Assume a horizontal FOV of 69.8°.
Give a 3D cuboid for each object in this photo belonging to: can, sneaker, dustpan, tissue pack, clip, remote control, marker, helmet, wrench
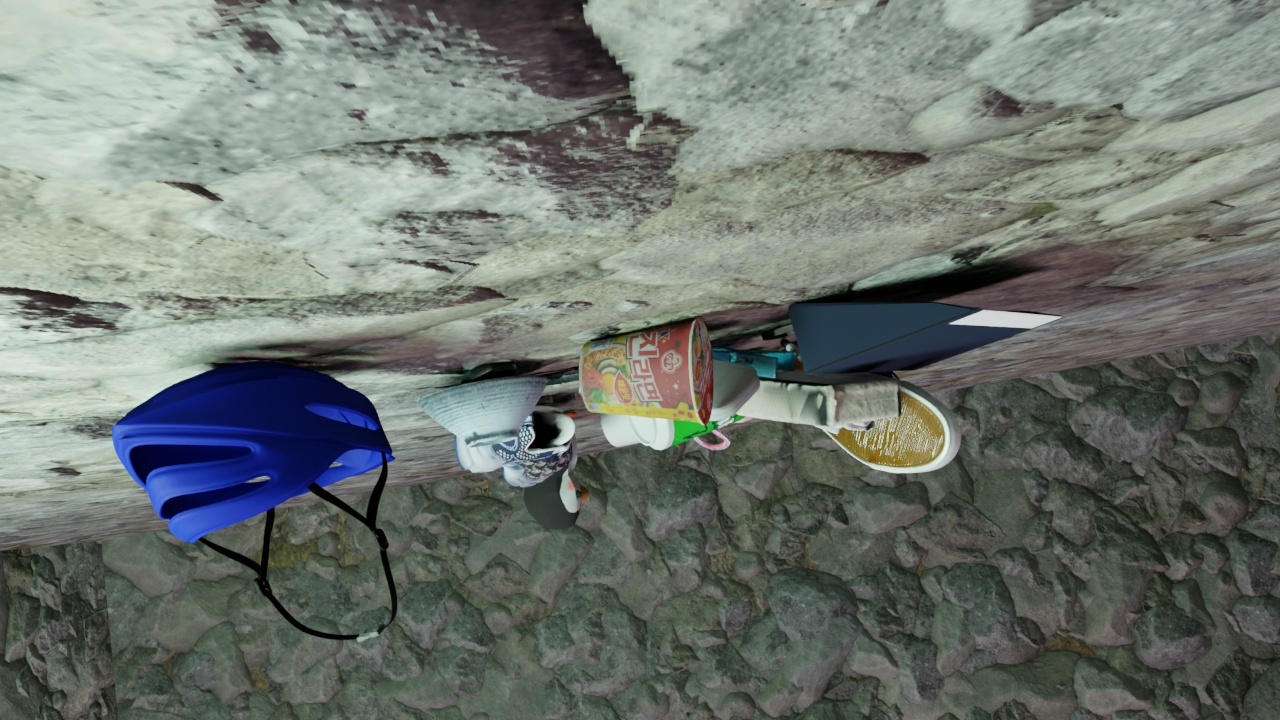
[{"bbox_3d":[0.058,0.042,1.045,0.139,0.088,0.088,-18,176,-24],"label":"can"},{"bbox_3d":[-0.140,0.110,1.275,0.133,0.103,0.269,-14,163,19],"label":"sneaker"},{"bbox_3d":[0.244,-0.036,0.926,0.274,0.080,0.235,-24,165,38],"label":"dustpan"},{"bbox_3d":[0.184,0.046,0.953,0.103,0.071,0.182,-4,180,-25],"label":"tissue pack"},{"bbox_3d":[0.099,0.001,0.980,0.116,0.026,0.097,5,-176,23],"label":"clip"},{"bbox_3d":[0.051,0.026,0.944,0.151,0.019,0.074,12,-136,46],"label":"remote control"},{"bbox_3d":[0.174,-0.008,1.022,0.011,0.011,0.152,-10,-169,0],"label":"marker"},{"bbox_3d":[0.285,0.044,1.084,0.127,0.121,0.295,0,-163,-26],"label":"sneaker"},{"bbox_3d":[-0.271,0.112,0.695,0.148,0.227,0.241,-23,169,21],"label":"helmet"},{"bbox_3d":[-0.166,0.077,1.374,0.070,0.010,0.274,-6,171,-25],"label":"wrench"}]

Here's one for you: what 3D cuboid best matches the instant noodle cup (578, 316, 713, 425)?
[{"bbox_3d":[0.005,0.013,0.856,0.112,0.100,0.100,-3,174,14],"label":"instant noodle cup"}]

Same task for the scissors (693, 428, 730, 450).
[{"bbox_3d":[0.083,0.059,1.262,0.177,0.013,0.170,-38,119,25],"label":"scissors"}]

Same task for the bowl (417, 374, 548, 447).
[{"bbox_3d":[-0.159,0.058,0.956,0.137,0.057,0.137,-11,172,-2],"label":"bowl"}]

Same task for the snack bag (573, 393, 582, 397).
[{"bbox_3d":[-0.026,0.033,1.221,0.056,0.013,0.158,-6,171,-35],"label":"snack bag"}]

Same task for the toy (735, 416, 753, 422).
[{"bbox_3d":[0.132,0.044,1.347,0.132,0.097,0.123,-33,-173,42],"label":"toy"}]

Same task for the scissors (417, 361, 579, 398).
[{"bbox_3d":[-0.137,0.019,0.981,0.201,0.015,0.206,-10,173,-14],"label":"scissors"}]

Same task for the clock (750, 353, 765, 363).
[{"bbox_3d":[0.110,0.016,1.163,0.119,0.042,0.094,-7,173,-22],"label":"clock"}]

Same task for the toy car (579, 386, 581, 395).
[{"bbox_3d":[-0.032,0.029,1.130,0.090,0.027,0.039,-10,169,5],"label":"toy car"}]

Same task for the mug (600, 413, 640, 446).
[{"bbox_3d":[0.007,0.074,1.370,0.097,0.079,0.111,-14,-161,26],"label":"mug"}]

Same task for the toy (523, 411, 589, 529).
[{"bbox_3d":[-0.161,0.191,1.516,0.140,0.184,0.159,-12,175,-22],"label":"toy"}]
